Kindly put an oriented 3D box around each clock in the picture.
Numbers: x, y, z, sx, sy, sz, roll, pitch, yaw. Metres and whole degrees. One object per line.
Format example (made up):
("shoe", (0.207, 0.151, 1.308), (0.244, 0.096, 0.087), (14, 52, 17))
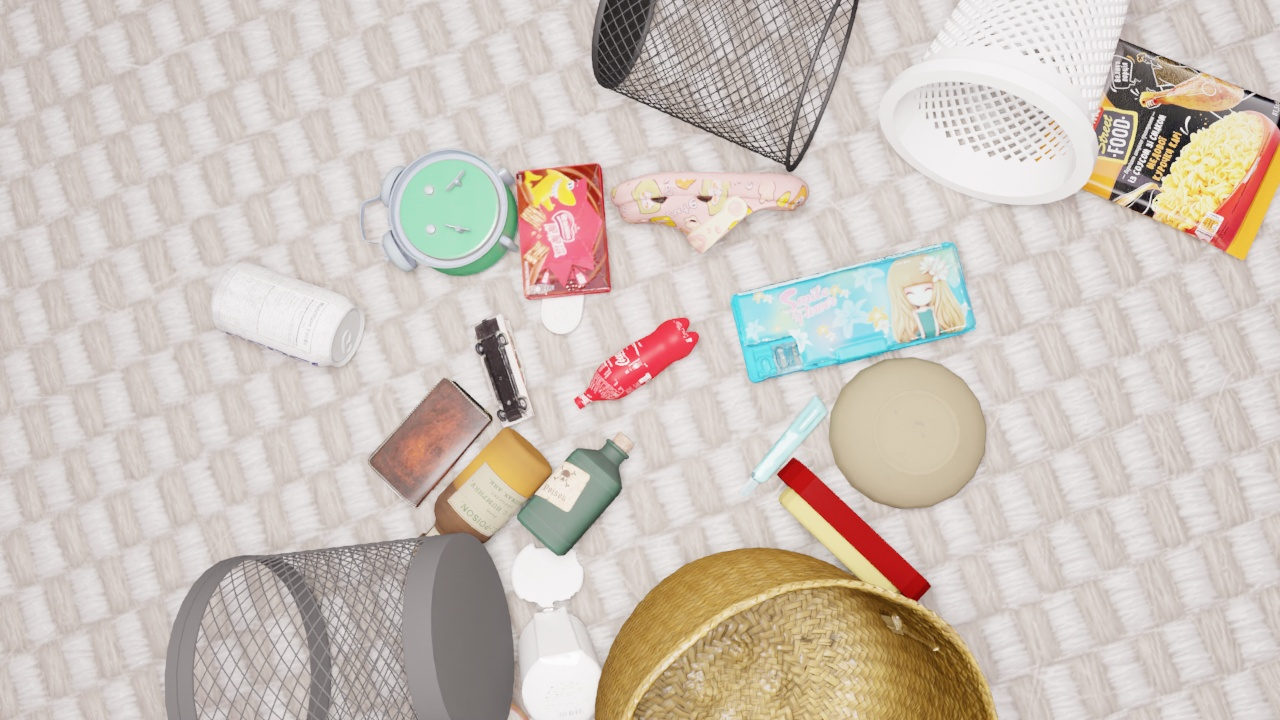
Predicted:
("clock", (-0.210, -0.149, 0.941), (0.162, 0.075, 0.122), (-4, 85, 6))

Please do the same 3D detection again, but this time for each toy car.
("toy car", (-0.137, 0.010, 0.941), (0.039, 0.039, 0.113), (-22, 85, 27))

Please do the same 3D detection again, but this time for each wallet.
("wallet", (-0.217, 0.084, 0.951), (0.072, 0.019, 0.123), (42, 90, 7))

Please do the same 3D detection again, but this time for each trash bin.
("trash bin", (-0.254, 0.268, 0.829), (0.227, 0.217, 0.217), (-12, 84, 10))
("trash bin", (0.356, -0.285, 0.856), (0.195, 0.195, 0.199), (27, 79, 7))
("trash bin", (0.078, -0.304, 0.883), (0.210, 0.184, 0.184), (22, 87, 12))

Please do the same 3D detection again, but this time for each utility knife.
("utility knife", (0.142, 0.089, 0.921), (0.022, 0.015, 0.126), (41, 92, 9))

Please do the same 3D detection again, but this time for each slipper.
("slipper", (0.068, -0.147, 0.912), (0.197, 0.093, 0.081), (-1, 96, 4))

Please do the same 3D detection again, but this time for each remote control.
("remote control", (-0.077, -0.095, 0.956), (0.043, 0.013, 0.136), (5, 86, 6))

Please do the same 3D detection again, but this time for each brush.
("brush", (0.196, 0.167, 0.875), (0.173, 0.082, 0.042), (44, 90, 7))

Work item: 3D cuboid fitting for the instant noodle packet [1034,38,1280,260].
("instant noodle packet", (0.518, -0.215, 0.901), (0.221, 0.032, 0.160), (25, 88, 7))

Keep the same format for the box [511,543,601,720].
("box", (-0.082, 0.259, 0.885), (0.083, 0.140, 0.141), (-11, 100, -10))

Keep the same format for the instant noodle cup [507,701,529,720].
("instant noodle cup", (-0.161, 0.399, 0.889), (0.109, 0.097, 0.097), (-36, 83, 9))

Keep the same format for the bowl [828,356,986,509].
("bowl", (0.263, 0.070, 0.892), (0.152, 0.050, 0.152), (0, 85, 5))

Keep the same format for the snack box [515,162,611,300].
("snack box", (-0.079, -0.132, 0.940), (0.089, 0.021, 0.133), (-5, 84, 5))

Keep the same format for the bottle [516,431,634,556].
("bottle", (-0.056, 0.126, 0.910), (0.061, 0.061, 0.131), (41, 83, 9))

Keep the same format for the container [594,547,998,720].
("container", (0.118, 0.311, 0.789), (0.306, 0.197, 0.307), (0, 92, -11))

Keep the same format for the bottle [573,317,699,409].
("bottle", (-0.006, 0.005, 0.927), (0.141, 0.042, 0.042), (-34, 83, 2))

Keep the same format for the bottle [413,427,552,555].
("bottle", (-0.164, 0.144, 0.917), (0.068, 0.068, 0.157), (44, 90, 7))

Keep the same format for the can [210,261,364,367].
("can", (-0.363, -0.046, 0.946), (0.136, 0.078, 0.078), (19, 87, 6))

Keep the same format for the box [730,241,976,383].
("box", (0.209, -0.047, 0.911), (0.227, 0.041, 0.094), (-13, 84, 4))
